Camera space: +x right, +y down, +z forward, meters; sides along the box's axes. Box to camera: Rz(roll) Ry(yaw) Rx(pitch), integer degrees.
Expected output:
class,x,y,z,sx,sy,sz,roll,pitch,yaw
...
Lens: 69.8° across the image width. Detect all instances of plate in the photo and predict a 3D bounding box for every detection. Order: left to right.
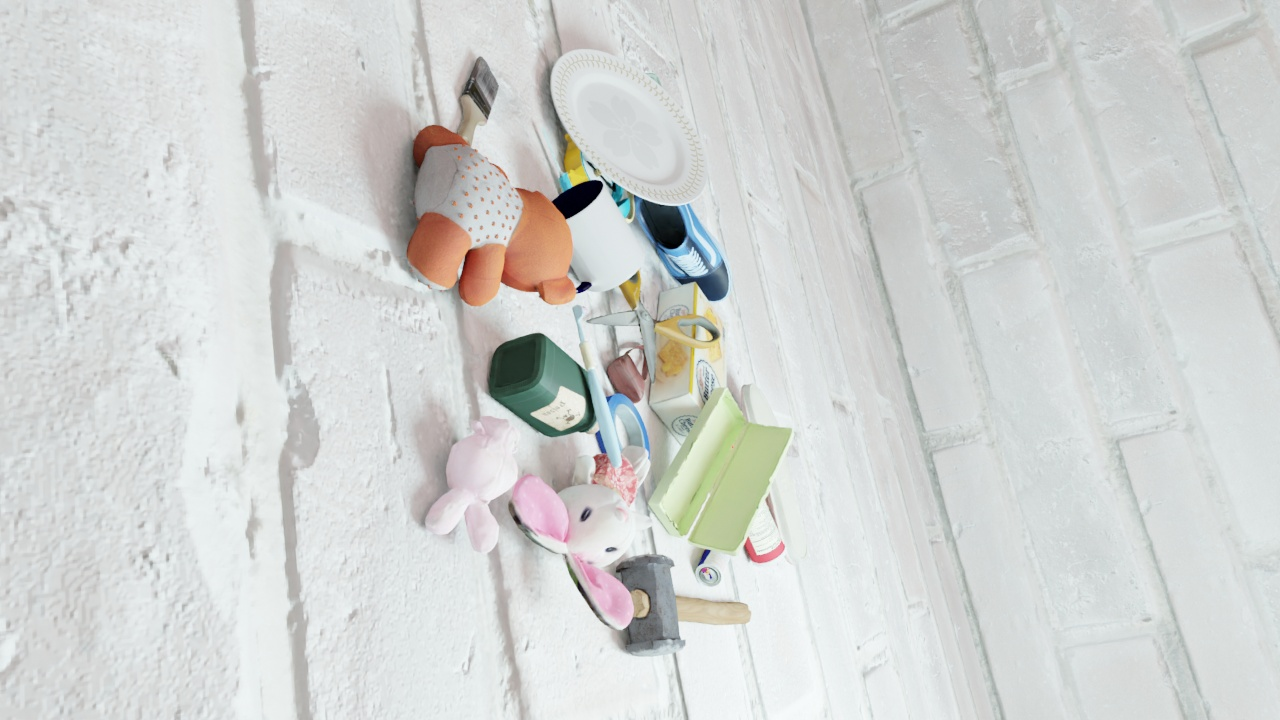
class,x,y,z,sx,sy,sz,roll,pitch,yaw
plate,-0.013,-0.292,1.159,0.242,0.016,0.242,23,48,-28

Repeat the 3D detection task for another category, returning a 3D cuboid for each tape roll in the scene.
class,x,y,z,sx,sy,sz,roll,pitch,yaw
tape roll,-0.019,0.083,1.008,0.093,0.016,0.091,11,64,-64

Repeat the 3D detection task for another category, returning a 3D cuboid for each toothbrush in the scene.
class,x,y,z,sx,sy,sz,roll,pitch,yaw
toothbrush,-0.040,0.024,0.848,0.022,0.016,0.155,151,-75,-77

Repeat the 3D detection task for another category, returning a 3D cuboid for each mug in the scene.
class,x,y,z,sx,sy,sz,roll,pitch,yaw
mug,-0.060,-0.126,1.007,0.111,0.079,0.097,-53,126,-28

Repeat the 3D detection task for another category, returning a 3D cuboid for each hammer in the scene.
class,x,y,z,sx,sy,sz,roll,pitch,yaw
hammer,0.064,0.280,1.024,0.328,0.052,0.098,34,44,-59

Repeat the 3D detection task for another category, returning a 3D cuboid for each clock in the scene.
class,x,y,z,sx,sy,sz,roll,pitch,yaw
clock,-0.048,-0.222,1.131,0.129,0.044,0.099,31,46,-47

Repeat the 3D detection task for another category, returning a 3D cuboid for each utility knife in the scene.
class,x,y,z,sx,sy,sz,roll,pitch,yaw
utility knife,-0.082,-0.194,1.066,0.162,0.015,0.022,70,23,-9

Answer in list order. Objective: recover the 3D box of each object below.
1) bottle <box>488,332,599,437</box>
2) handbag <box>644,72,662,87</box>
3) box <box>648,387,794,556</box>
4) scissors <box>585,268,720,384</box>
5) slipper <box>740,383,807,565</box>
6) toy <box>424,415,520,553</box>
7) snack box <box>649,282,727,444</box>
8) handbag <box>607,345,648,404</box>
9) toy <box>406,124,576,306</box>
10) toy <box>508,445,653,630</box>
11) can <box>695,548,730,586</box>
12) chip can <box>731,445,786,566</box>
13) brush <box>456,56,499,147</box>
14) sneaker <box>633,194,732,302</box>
class,x,y,z,sx,sy,sz,roll,pitch,yaw
bottle,-0.079,0.033,0.858,0.131,0.061,0.061,44,39,-47
handbag,0.001,-0.347,1.292,0.106,0.067,0.121,70,24,-9
box,0.094,0.133,1.089,0.127,0.066,0.187,29,57,2
scissors,0.008,-0.066,1.111,0.224,0.016,0.229,0,59,-46
slipper,0.183,0.166,1.346,0.114,0.055,0.274,21,52,-61
toy,-0.130,0.096,0.725,0.063,0.047,0.109,44,45,-34
snack box,0.066,0.005,1.199,0.104,0.058,0.207,53,30,-37
handbag,-0.006,0.006,1.086,0.055,0.029,0.119,60,20,-12
toy,-0.133,-0.120,0.828,0.172,0.093,0.163,26,47,-43
toy,-0.040,0.142,0.845,0.159,0.084,0.193,55,27,-7
can,0.094,0.238,1.127,0.032,0.032,0.095,66,24,-14
chip can,0.133,0.174,1.234,0.215,0.052,0.051,65,25,-16
brush,-0.168,-0.255,0.928,0.039,0.012,0.151,53,30,-38
sneaker,0.053,-0.149,1.241,0.241,0.084,0.098,57,29,-37
